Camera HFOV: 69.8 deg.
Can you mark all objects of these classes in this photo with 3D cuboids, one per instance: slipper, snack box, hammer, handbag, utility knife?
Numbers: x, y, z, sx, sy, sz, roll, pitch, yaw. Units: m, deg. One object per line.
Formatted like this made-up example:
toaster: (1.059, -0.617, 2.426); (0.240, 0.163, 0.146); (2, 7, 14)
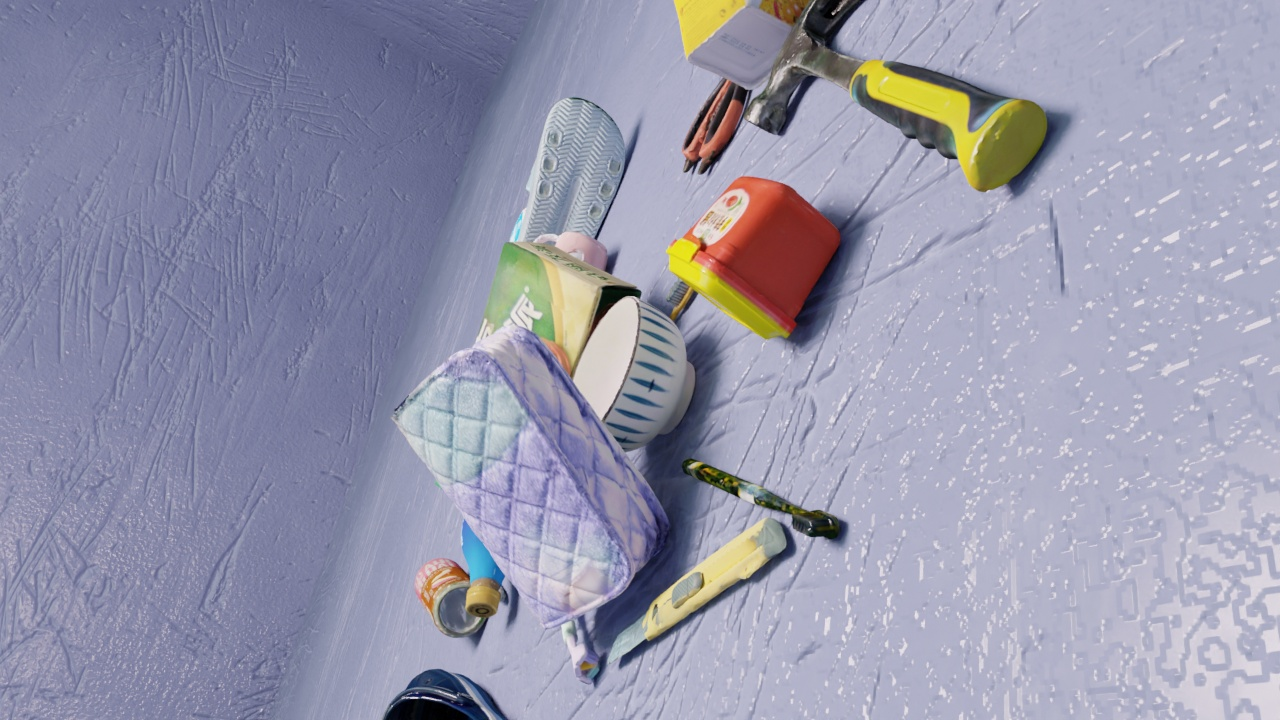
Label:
slipper: (-0.092, -0.190, 1.108); (0.074, 0.104, 0.245); (-138, 65, -72)
snack box: (0.072, -0.066, 0.566); (0.080, 0.082, 0.091); (-52, 21, 3)
hammer: (0.142, -0.168, 0.549); (0.126, 0.032, 0.323); (-62, 20, 19)
slipper: (-0.171, 0.323, 0.762); (0.253, 0.095, 0.105); (-12, 56, 64)
handbag: (-0.074, 0.081, 0.630); (0.134, 0.194, 0.075); (-36, -3, 38)
snack box: (-0.092, 0.028, 0.792); (0.114, 0.063, 0.240); (30, 109, 33)
utility knife: (0.029, 0.142, 0.547); (0.199, 0.021, 0.030); (-55, 16, 45)

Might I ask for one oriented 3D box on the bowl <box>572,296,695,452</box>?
bowl: (-0.002, 0.017, 0.680); (0.117, 0.066, 0.116); (-52, 25, 37)

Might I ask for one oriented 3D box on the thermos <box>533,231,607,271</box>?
thermos: (-0.101, -0.041, 0.983); (0.067, 0.087, 0.198); (73, -145, -80)

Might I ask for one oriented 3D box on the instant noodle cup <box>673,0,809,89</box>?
instant noodle cup: (0.081, -0.296, 0.728); (0.116, 0.116, 0.123); (-28, 58, 48)

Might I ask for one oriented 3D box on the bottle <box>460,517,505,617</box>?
bottle: (-0.142, 0.149, 0.912); (0.065, 0.065, 0.218); (-51, 25, 40)

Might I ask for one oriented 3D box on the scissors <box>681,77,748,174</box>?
scissors: (0.097, -0.261, 0.801); (0.206, 0.015, 0.196); (-38, 34, 56)

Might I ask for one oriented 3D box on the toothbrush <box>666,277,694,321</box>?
toothbrush: (-0.005, 0.005, 0.773); (0.192, 0.018, 0.016); (-57, 20, 28)

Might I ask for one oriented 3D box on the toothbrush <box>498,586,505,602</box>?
toothbrush: (-0.165, 0.225, 0.969); (0.192, 0.016, 0.018); (-166, 88, -71)

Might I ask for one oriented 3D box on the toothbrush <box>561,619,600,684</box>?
toothbrush: (-0.056, 0.184, 0.715); (0.189, 0.021, 0.029); (-125, 27, -69)

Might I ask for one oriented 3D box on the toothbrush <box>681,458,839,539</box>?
toothbrush: (0.059, 0.076, 0.525); (0.186, 0.017, 0.012); (-170, 78, -71)

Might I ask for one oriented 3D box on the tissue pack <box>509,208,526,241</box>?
tissue pack: (-0.144, -0.161, 1.263); (0.090, 0.063, 0.139); (-55, 22, 32)

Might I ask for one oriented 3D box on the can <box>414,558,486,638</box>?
can: (-0.204, 0.250, 0.980); (0.147, 0.058, 0.058); (-4, 65, 69)
